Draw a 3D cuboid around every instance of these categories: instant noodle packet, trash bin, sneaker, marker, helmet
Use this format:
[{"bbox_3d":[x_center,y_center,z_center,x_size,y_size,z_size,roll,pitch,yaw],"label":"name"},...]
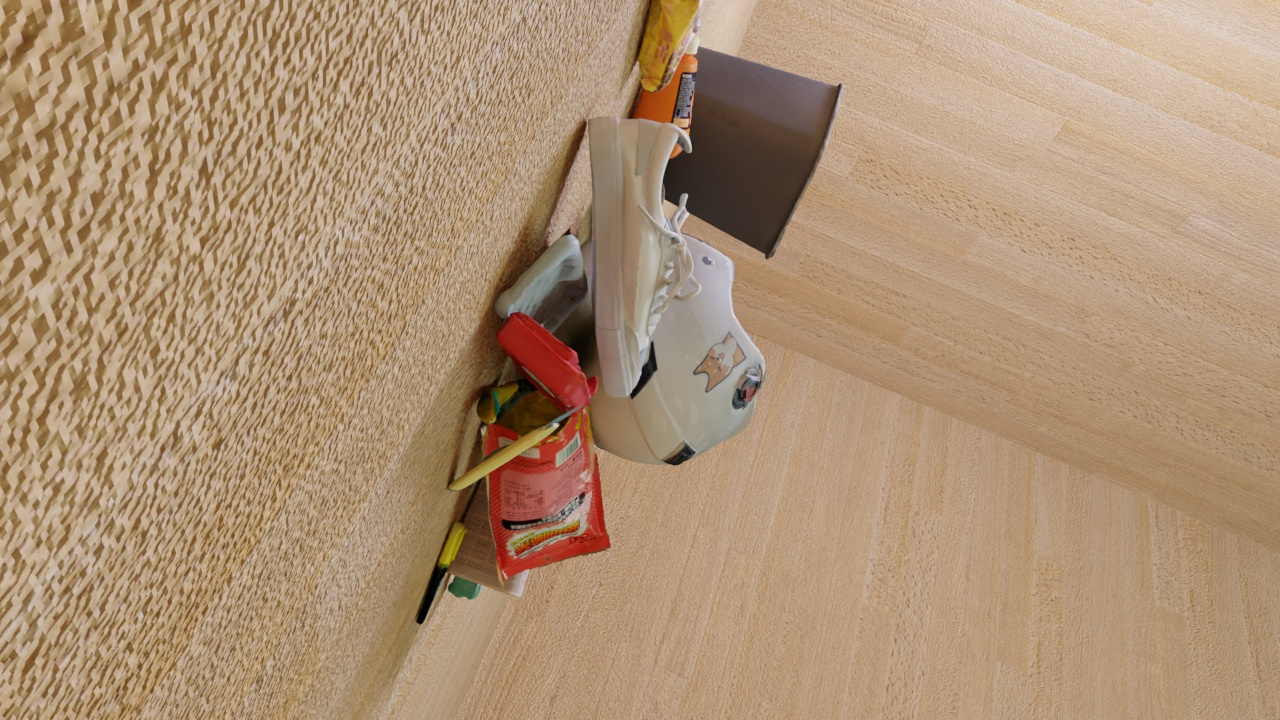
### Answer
[{"bbox_3d":[0.035,-0.322,0.829,0.129,0.044,0.110,111,-2,-65],"label":"instant noodle packet"},{"bbox_3d":[0.116,-0.278,1.178,0.199,0.220,0.198,111,1,-48],"label":"trash bin"},{"bbox_3d":[0.003,-0.083,0.776,0.089,0.090,0.242,-100,-171,-66],"label":"sneaker"},{"bbox_3d":[-0.206,0.220,0.943,0.018,0.015,0.124,-54,168,-74],"label":"marker"},{"bbox_3d":[-0.006,0.005,0.935,0.156,0.230,0.274,-41,130,-44],"label":"helmet"}]

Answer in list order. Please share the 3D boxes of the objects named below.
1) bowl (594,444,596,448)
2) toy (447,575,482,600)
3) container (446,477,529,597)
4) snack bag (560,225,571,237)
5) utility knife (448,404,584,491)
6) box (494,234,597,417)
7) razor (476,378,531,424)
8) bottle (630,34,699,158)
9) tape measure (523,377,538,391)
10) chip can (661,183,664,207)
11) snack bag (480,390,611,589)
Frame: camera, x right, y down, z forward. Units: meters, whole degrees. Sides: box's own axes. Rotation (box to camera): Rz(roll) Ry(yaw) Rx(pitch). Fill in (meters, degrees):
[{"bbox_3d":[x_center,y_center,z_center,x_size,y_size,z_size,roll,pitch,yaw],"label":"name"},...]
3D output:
[{"bbox_3d":[-0.095,0.054,1.090,0.066,0.116,0.116,13,103,-46],"label":"bowl"},{"bbox_3d":[-0.196,0.240,1.093,0.097,0.030,0.091,-5,-113,51],"label":"toy"},{"bbox_3d":[-0.156,0.195,1.018,0.090,0.090,0.110,109,0,-76],"label":"container"},{"bbox_3d":[-0.073,-0.084,0.827,0.105,0.026,0.045,106,9,-73],"label":"snack bag"},{"bbox_3d":[-0.108,0.077,0.764,0.183,0.019,0.030,-27,176,38],"label":"utility knife"},{"bbox_3d":[-0.057,-0.021,0.747,0.100,0.094,0.201,-48,177,-7],"label":"box"},{"bbox_3d":[-0.123,0.037,0.782,0.043,0.028,0.132,-39,-175,3],"label":"razor"},{"bbox_3d":[0.030,-0.290,0.964,0.066,0.067,0.150,-66,172,-59],"label":"bottle"},{"bbox_3d":[-0.105,0.016,1.027,0.058,0.039,0.057,111,2,-76],"label":"tape measure"},{"bbox_3d":[-0.016,-0.157,1.082,0.210,0.071,0.071,107,6,-77],"label":"chip can"},{"bbox_3d":[-0.095,0.132,0.915,0.073,0.128,0.208,47,-32,48],"label":"snack bag"}]
